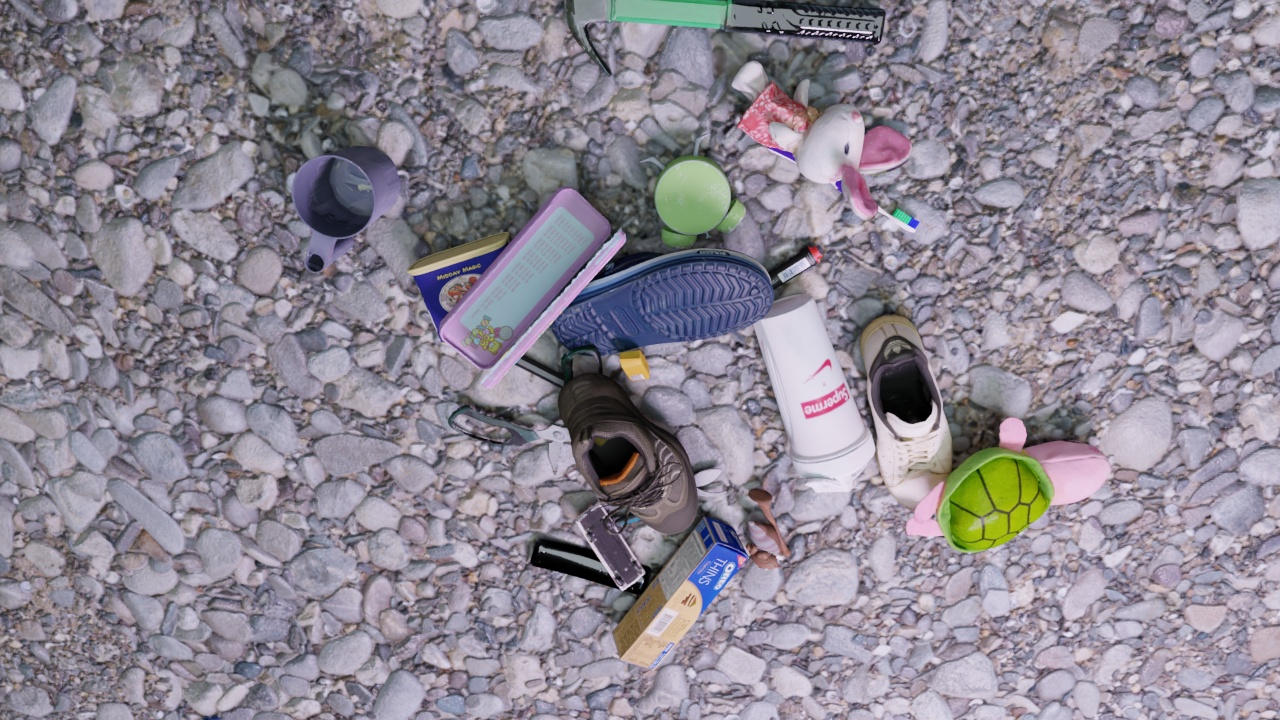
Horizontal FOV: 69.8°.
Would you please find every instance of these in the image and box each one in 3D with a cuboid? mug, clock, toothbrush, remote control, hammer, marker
[{"bbox_3d":[-0.309,-0.160,0.960,0.084,0.103,0.124,20,110,-6],"label":"mug"},{"bbox_3d":[0.057,-0.169,0.977,0.094,0.042,0.119,-22,108,11],"label":"clock"},{"bbox_3d":[0.217,-0.186,0.979,0.186,0.015,0.016,29,106,-8],"label":"toothbrush"},{"bbox_3d":[-0.062,0.260,1.149,0.152,0.020,0.041,17,108,-6],"label":"remote control"},{"bbox_3d":[0.083,-0.345,0.918,0.319,0.032,0.130,4,109,0],"label":"hammer"},{"bbox_3d":[0.135,-0.081,1.016,0.145,0.021,0.023,-32,68,13],"label":"marker"},{"bbox_3d":[-0.138,0.002,1.060,0.124,0.017,0.021,28,142,-9],"label":"marker"}]

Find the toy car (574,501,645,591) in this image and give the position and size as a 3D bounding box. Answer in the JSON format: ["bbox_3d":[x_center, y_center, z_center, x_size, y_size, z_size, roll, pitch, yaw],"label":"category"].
[{"bbox_3d":[-0.039,0.227,1.127,0.039,0.039,0.113,-35,108,-15],"label":"toy car"}]

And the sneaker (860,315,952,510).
[{"bbox_3d":[0.306,0.073,1.024,0.089,0.102,0.242,-16,110,7],"label":"sneaker"}]

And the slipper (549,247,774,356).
[{"bbox_3d":[0.017,-0.076,0.986,0.253,0.095,0.105,-12,128,24],"label":"slipper"}]

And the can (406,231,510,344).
[{"bbox_3d":[-0.184,-0.078,1.011,0.116,0.056,0.092,-16,110,8],"label":"can"}]

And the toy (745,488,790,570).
[{"bbox_3d":[0.149,0.211,1.111,0.054,0.042,0.102,-36,117,-21],"label":"toy"}]

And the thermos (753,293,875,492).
[{"bbox_3d":[0.190,0.040,1.024,0.099,0.099,0.220,-20,104,9],"label":"thermos"}]

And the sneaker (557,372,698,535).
[{"bbox_3d":[0.002,0.129,1.003,0.101,0.142,0.238,-33,120,10],"label":"sneaker"}]

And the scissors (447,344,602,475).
[{"bbox_3d":[-0.119,0.053,1.057,0.201,0.015,0.202,14,125,-2],"label":"scissors"}]

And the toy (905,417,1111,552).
[{"bbox_3d":[0.416,0.152,1.047,0.238,0.087,0.190,-16,123,-8],"label":"toy"}]

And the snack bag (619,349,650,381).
[{"bbox_3d":[-0.006,0.006,1.022,0.026,0.099,0.020,-10,77,6],"label":"snack bag"}]

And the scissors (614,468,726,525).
[{"bbox_3d":[0.021,0.160,1.111,0.156,0.019,0.125,24,110,-5],"label":"scissors"}]

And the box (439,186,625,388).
[{"bbox_3d":[-0.109,-0.071,0.942,0.089,0.092,0.214,41,94,-23],"label":"box"}]

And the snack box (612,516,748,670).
[{"bbox_3d":[0.048,0.289,1.131,0.057,0.056,0.207,28,109,-26],"label":"snack box"}]

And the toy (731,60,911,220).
[{"bbox_3d":[0.176,-0.228,0.922,0.194,0.158,0.084,37,139,5],"label":"toy"}]
